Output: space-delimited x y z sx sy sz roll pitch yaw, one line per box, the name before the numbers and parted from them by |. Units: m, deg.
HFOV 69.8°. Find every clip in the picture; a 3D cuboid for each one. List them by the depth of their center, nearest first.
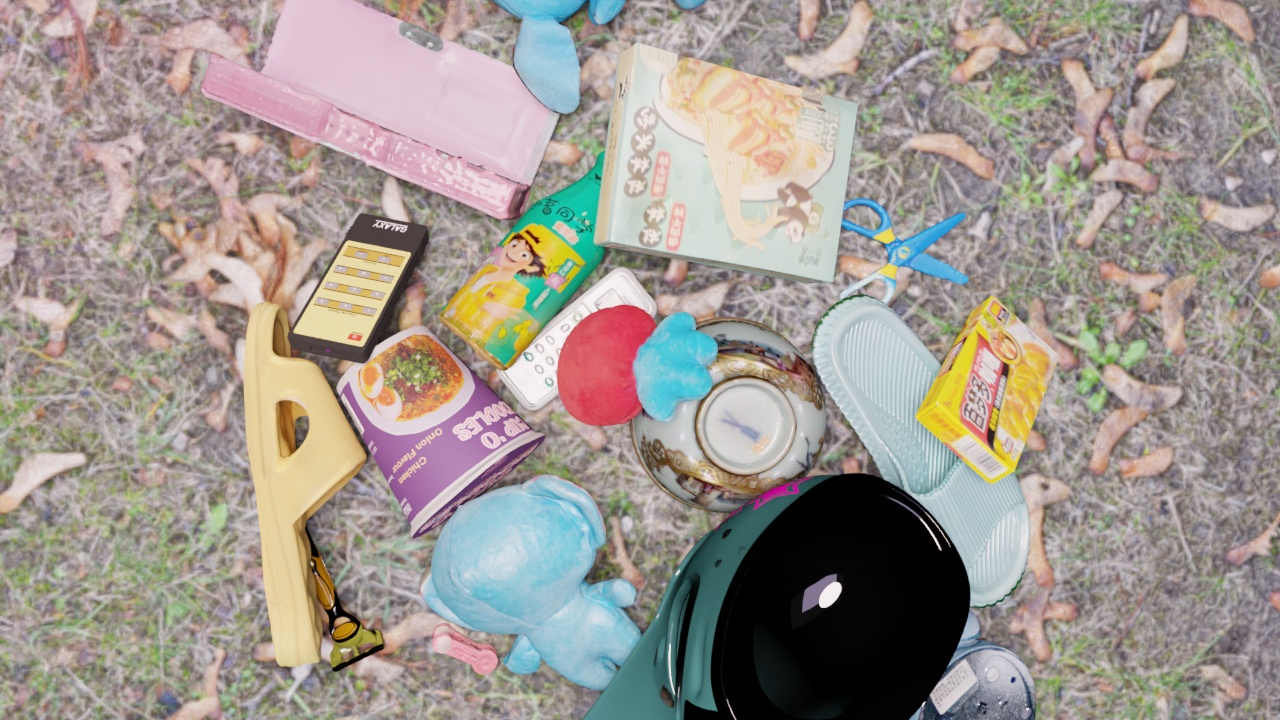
clip | -0.144 0.229 0.735 0.060 0.045 0.023 30 92 -37

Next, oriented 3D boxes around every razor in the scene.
razor | -0.253 0.173 0.724 0.044 0.021 0.144 -25 91 -3

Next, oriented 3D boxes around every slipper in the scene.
slipper | -0.242 0.088 0.678 0.078 0.100 0.263 -4 84 -18
slipper | 0.233 0.068 0.719 0.115 0.070 0.276 -36 95 -20

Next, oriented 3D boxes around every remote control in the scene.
remote control | -0.205 -0.056 0.677 0.058 0.013 0.133 11 51 4
remote control | -0.050 -0.017 0.729 0.133 0.022 0.050 -39 94 -2

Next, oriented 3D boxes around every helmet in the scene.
helmet | 0.087 0.203 0.625 0.176 0.201 0.273 45 54 10

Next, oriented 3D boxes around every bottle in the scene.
bottle | -0.062 -0.091 0.702 0.068 0.068 0.209 40 82 -4

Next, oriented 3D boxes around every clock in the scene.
clock | 0.241 0.260 0.723 0.118 0.060 0.162 -37 107 -13

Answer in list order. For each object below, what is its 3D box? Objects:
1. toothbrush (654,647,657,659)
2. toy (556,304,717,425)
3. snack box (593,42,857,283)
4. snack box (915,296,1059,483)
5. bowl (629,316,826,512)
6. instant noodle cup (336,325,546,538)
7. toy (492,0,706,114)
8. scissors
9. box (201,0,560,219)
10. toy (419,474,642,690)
toothbrush | -0.063 0.220 0.738 0.188 0.018 0.019 17 90 -4
toy | -0.004 0.004 0.675 0.133 0.062 0.092 1 80 28
snack box | 0.067 -0.142 0.696 0.193 0.044 0.141 7 91 -24
snack box | 0.269 0.019 0.704 0.075 0.025 0.151 42 50 1
bowl | 0.073 0.046 0.704 0.160 0.094 0.160 0 92 -4
instant noodle cup | -0.154 0.043 0.678 0.121 0.137 0.122 -36 84 -29
toy | -0.037 -0.306 0.683 0.191 0.099 0.224 -10 84 -9
scissors | 0.210 -0.082 0.749 0.125 0.016 0.123 22 95 -5
box | -0.181 -0.200 0.679 0.232 0.106 0.115 22 99 -3
toy | -0.068 0.166 0.689 0.180 0.114 0.184 43 116 -11
